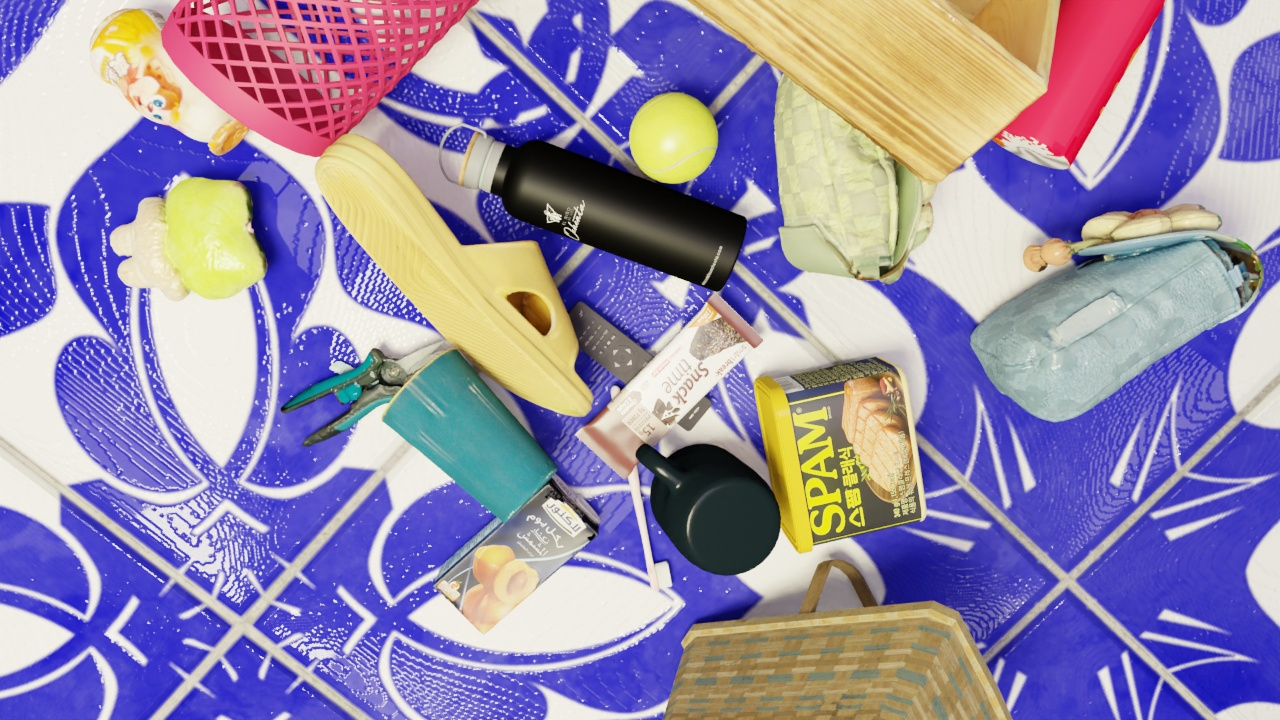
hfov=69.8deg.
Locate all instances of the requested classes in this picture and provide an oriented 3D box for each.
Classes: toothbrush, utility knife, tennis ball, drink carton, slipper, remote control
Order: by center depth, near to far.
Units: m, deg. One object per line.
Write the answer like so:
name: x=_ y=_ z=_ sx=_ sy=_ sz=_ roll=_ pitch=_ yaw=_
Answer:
slipper: x=-0.121 y=-0.064 z=0.674 sx=0.263 sy=0.100 sz=0.078 roll=49 pitch=59 yaw=-24
tennis ball: x=0.024 y=-0.164 z=0.677 sx=0.065 sy=0.065 sz=0.065 roll=0 pitch=101 yaw=-3
remote control: x=-0.004 y=0.004 z=0.735 sx=0.136 sy=0.015 sz=0.032 roll=38 pitch=97 yaw=-9
utility knife: x=-0.167 y=0.045 z=0.739 sx=0.179 sy=0.015 sz=0.022 roll=29 pitch=98 yaw=-4
drink carton: x=-0.100 y=0.154 z=0.747 sx=0.130 sy=0.040 sz=0.064 roll=-42 pitch=101 yaw=5
toothbrush: x=0.000 y=0.106 z=0.756 sx=0.018 sy=0.015 sz=0.181 roll=-14 pitch=102 yaw=-7

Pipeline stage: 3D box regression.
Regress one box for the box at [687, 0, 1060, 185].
box: x=0.187 y=-0.345 z=0.519 sx=0.279 sy=0.281 sz=0.316 roll=33 pitch=138 yaw=-8

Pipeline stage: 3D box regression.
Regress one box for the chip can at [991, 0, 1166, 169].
chip can: x=0.341 y=-0.254 z=0.673 sx=0.069 sy=0.069 sz=0.221 roll=27 pitch=99 yaw=-7

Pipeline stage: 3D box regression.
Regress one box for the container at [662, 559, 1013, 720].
container: x=0.157 y=0.260 z=0.722 sx=0.251 sy=0.185 sz=0.157 roll=-19 pitch=104 yaw=39

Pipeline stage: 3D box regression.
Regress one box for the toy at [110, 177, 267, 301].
toy: x=-0.339 y=-0.088 z=0.687 sx=0.115 sy=0.046 sz=0.092 roll=-11 pitch=100 yaw=6

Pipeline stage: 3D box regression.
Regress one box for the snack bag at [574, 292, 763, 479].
snack bag: x=0.023 y=0.022 z=0.723 sx=0.158 sy=0.013 sz=0.057 roll=-45 pitch=101 yaw=6

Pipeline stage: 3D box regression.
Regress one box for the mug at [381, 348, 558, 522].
mug: x=-0.125 y=0.060 z=0.692 sx=0.121 sy=0.078 sz=0.078 roll=44 pitch=96 yaw=2

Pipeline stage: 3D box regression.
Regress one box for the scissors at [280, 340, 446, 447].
scissors: x=-0.221 y=0.019 z=0.718 sx=0.140 sy=0.019 sz=0.128 roll=15 pitch=107 yaw=0

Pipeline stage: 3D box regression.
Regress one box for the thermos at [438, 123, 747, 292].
thermos: x=-0.039 y=-0.118 z=0.686 sx=0.231 sy=0.061 sz=0.061 roll=19 pitch=99 yaw=-6

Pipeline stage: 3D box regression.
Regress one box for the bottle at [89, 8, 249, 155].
bottle: x=-0.333 y=-0.197 z=0.655 sx=0.108 sy=0.063 sz=0.063 roll=42 pitch=96 yaw=-8

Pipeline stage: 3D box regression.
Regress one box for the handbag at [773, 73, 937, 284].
handbag: x=0.160 y=-0.144 z=0.667 sx=0.117 sy=0.113 sz=0.186 roll=-10 pitch=101 yaw=-8

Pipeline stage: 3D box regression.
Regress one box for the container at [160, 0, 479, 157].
container: x=-0.194 y=-0.261 z=0.604 sx=0.183 sy=0.183 sz=0.226 roll=42 pitch=104 yaw=-9

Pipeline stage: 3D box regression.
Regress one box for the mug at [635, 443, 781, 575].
mug: x=0.045 y=0.104 z=0.709 sx=0.121 sy=0.094 sz=0.085 roll=40 pitch=88 yaw=-14

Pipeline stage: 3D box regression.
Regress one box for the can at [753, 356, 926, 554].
can: x=0.157 y=0.071 z=0.727 sx=0.104 sy=0.075 sz=0.135 roll=-12 pitch=101 yaw=-3

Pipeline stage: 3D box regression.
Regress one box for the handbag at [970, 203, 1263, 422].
handbag: x=0.345 y=-0.047 z=0.692 sx=0.192 sy=0.121 sz=0.118 roll=-32 pitch=102 yaw=8
